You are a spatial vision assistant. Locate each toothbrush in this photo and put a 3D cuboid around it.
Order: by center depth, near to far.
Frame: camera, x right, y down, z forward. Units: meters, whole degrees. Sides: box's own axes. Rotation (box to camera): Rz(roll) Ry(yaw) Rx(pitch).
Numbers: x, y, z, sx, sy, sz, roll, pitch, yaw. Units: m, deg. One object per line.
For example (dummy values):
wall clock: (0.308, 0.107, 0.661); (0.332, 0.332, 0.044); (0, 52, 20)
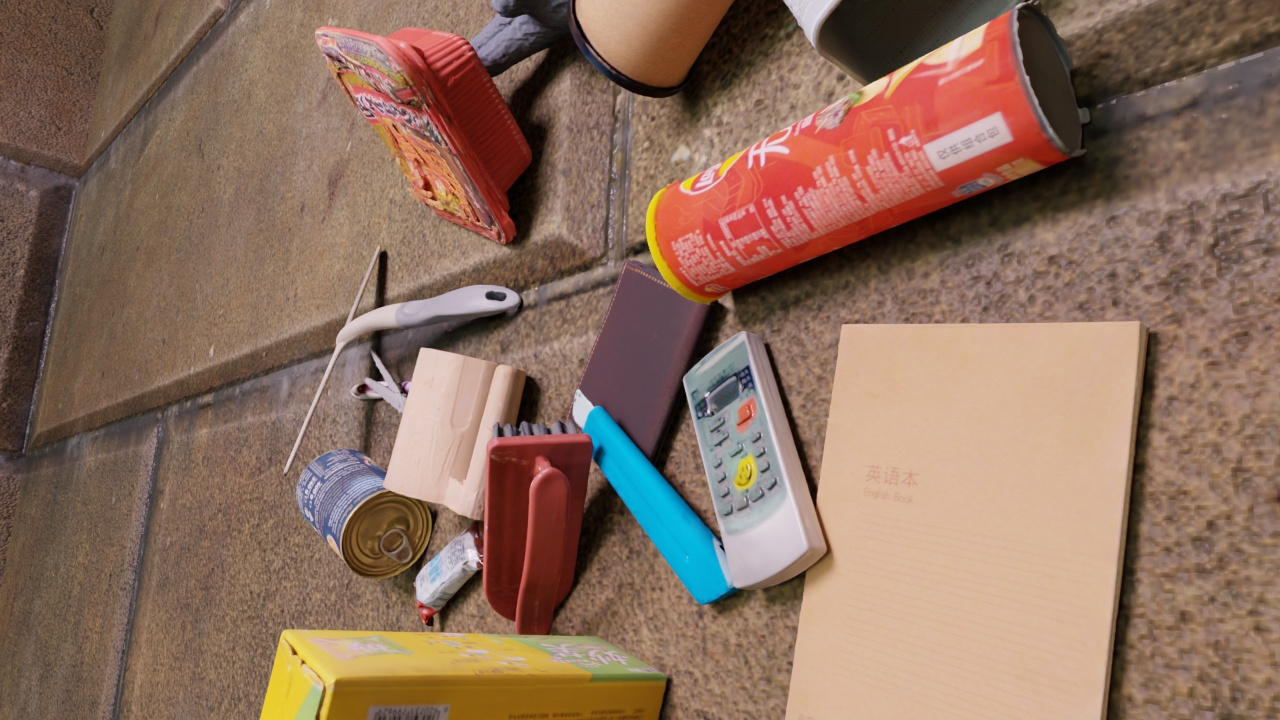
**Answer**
toothbrush: (-0.214, 0.025, 0.812); (0.188, 0.017, 0.016); (-4, 80, 47)

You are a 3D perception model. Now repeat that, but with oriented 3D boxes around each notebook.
notebook: (0.137, 0.087, 0.412); (0.150, 0.012, 0.211); (3, 81, 50)

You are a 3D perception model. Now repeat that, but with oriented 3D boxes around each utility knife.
utility knife: (0.002, 0.076, 0.540); (0.166, 0.018, 0.034); (49, 120, 32)

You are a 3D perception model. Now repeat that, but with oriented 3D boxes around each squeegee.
squeegee: (-0.199, -0.032, 0.770); (0.247, 0.039, 0.245); (-12, 53, 37)

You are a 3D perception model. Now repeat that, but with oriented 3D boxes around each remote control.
remote control: (0.058, 0.053, 0.495); (0.056, 0.019, 0.135); (-40, 50, 39)

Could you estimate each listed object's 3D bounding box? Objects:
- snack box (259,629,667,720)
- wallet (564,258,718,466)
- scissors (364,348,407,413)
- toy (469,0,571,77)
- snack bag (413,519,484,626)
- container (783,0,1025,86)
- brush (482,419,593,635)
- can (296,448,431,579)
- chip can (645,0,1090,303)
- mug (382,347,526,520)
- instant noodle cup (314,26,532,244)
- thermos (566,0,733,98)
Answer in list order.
snack box: (-0.097, 0.229, 0.481); (0.070, 0.209, 0.157); (10, 86, 50)
wallet: (-0.003, 0.003, 0.585); (0.096, 0.020, 0.122); (32, 104, 51)
scissors: (-0.194, 0.034, 0.771); (0.147, 0.012, 0.169); (-45, 60, 43)
toy: (-0.040, -0.293, 0.609); (0.091, 0.137, 0.357); (68, 158, 7)
snack bag: (-0.142, 0.157, 0.689); (0.106, 0.026, 0.045); (-46, 40, 29)
container: (0.118, -0.204, 0.458); (0.090, 0.090, 0.111); (-46, 46, 29)
brush: (-0.067, 0.111, 0.570); (0.069, 0.063, 0.146); (-118, 31, -55)
can: (-0.232, 0.124, 0.760); (0.111, 0.075, 0.075); (21, 95, 49)
chip can: (0.100, -0.092, 0.456); (0.217, 0.073, 0.073); (-20, 65, 44)
mug: (-0.124, 0.050, 0.649); (0.125, 0.084, 0.103); (5, 81, 62)
instant noodle cup: (-0.160, -0.189, 0.726); (0.079, 0.189, 0.164); (-42, 41, -16)
thermos: (0.020, -0.230, 0.554); (0.144, 0.093, 0.093); (-41, 51, 47)
